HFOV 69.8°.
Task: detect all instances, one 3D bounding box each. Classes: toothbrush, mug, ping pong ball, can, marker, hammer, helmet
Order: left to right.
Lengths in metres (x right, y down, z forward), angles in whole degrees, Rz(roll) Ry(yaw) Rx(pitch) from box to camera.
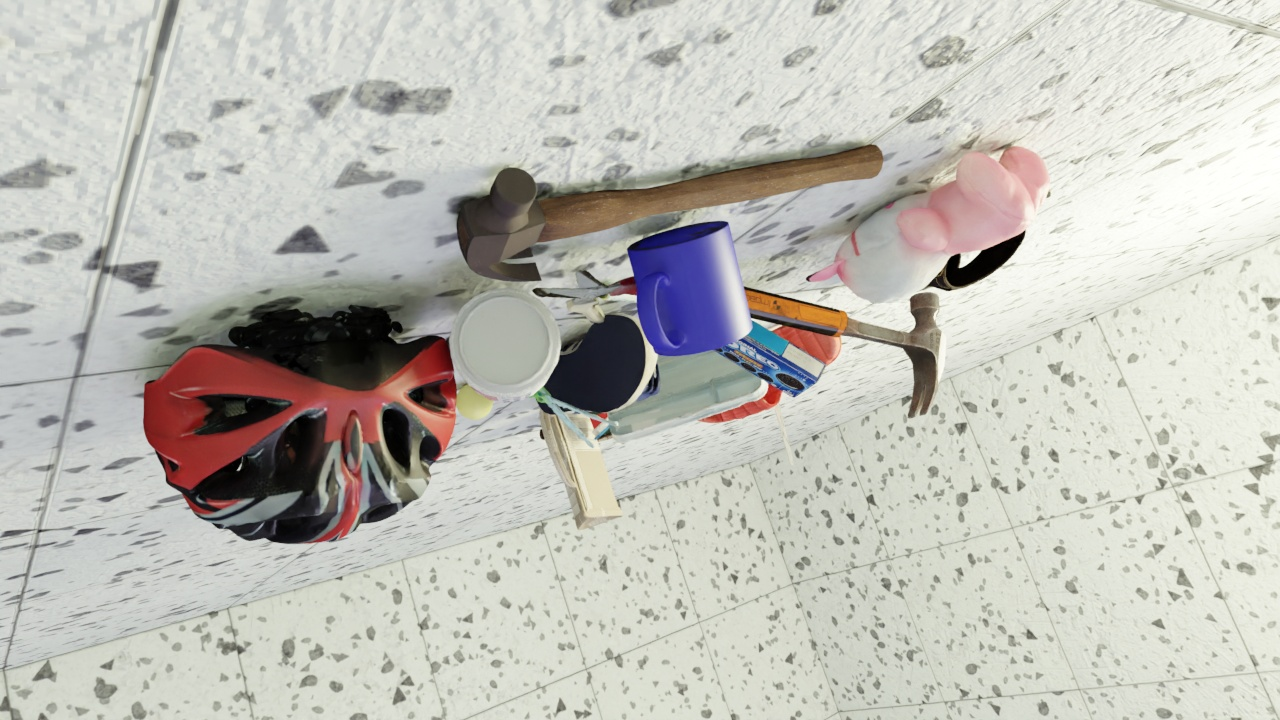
[{"bbox_3d":[-0.253,0.053,0.696,0.217,0.167,0.273,-4,174,-32],"label":"helmet"},{"bbox_3d":[-0.180,0.044,0.993,0.040,0.040,0.040,-18,168,-4],"label":"ping pong ball"},{"bbox_3d":[-0.103,-0.008,0.704,0.078,0.078,0.136,-17,178,-9],"label":"can"},{"bbox_3d":[-0.005,0.049,1.209,0.166,0.014,0.016,-42,-179,-29],"label":"toothbrush"},{"bbox_3d":[0.007,-0.061,0.863,0.017,0.017,0.146,-26,166,31],"label":"marker"},{"bbox_3d":[0.031,-0.050,0.693,0.079,0.083,0.111,-5,-161,32],"label":"mug"},{"bbox_3d":[0.031,-0.114,0.635,0.322,0.033,0.116,-15,166,-23],"label":"hammer"},{"bbox_3d":[0.187,0.058,1.277,0.010,0.181,0.010,-12,170,-12],"label":"toothbrush"},{"bbox_3d":[0.181,-0.029,0.926,0.314,0.137,0.035,11,162,-25],"label":"hammer"}]

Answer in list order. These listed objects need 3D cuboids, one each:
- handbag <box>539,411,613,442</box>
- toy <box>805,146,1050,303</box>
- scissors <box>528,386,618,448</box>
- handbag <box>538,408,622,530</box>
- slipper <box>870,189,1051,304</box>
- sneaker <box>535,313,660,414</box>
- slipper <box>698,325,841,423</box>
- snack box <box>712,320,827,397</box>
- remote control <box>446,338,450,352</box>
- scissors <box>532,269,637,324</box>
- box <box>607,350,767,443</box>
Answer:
[{"bbox_3d":[-0.063,0.086,1.333,0.166,0.063,0.138,-19,178,-3],"label":"handbag"},{"bbox_3d":[0.265,-0.116,0.847,0.141,0.084,0.214,-18,171,-44],"label":"toy"},{"bbox_3d":[-0.100,0.033,0.910,0.168,0.171,0.023,-4,-135,41],"label":"scissors"},{"bbox_3d":[-0.088,0.110,1.120,0.062,0.175,0.198,-19,166,2],"label":"handbag"},{"bbox_3d":[0.343,-0.113,1.004,0.112,0.075,0.269,-13,167,-25],"label":"slipper"},{"bbox_3d":[-0.007,0.006,0.937,0.118,0.091,0.234,-8,171,-33],"label":"sneaker"},{"bbox_3d":[0.153,0.018,1.243,0.249,0.103,0.059,-26,-179,23],"label":"slipper"},{"bbox_3d":[0.118,-0.015,0.977,0.027,0.150,0.082,-60,178,-15],"label":"snack box"},{"bbox_3d":[-0.142,-0.025,0.816,0.046,0.009,0.125,-7,163,-44],"label":"remote control"},{"bbox_3d":[-0.026,-0.052,0.747,0.187,0.015,0.180,-13,172,-27],"label":"scissors"},{"bbox_3d":[0.033,0.006,1.116,0.216,0.106,0.125,-20,139,10],"label":"box"}]
